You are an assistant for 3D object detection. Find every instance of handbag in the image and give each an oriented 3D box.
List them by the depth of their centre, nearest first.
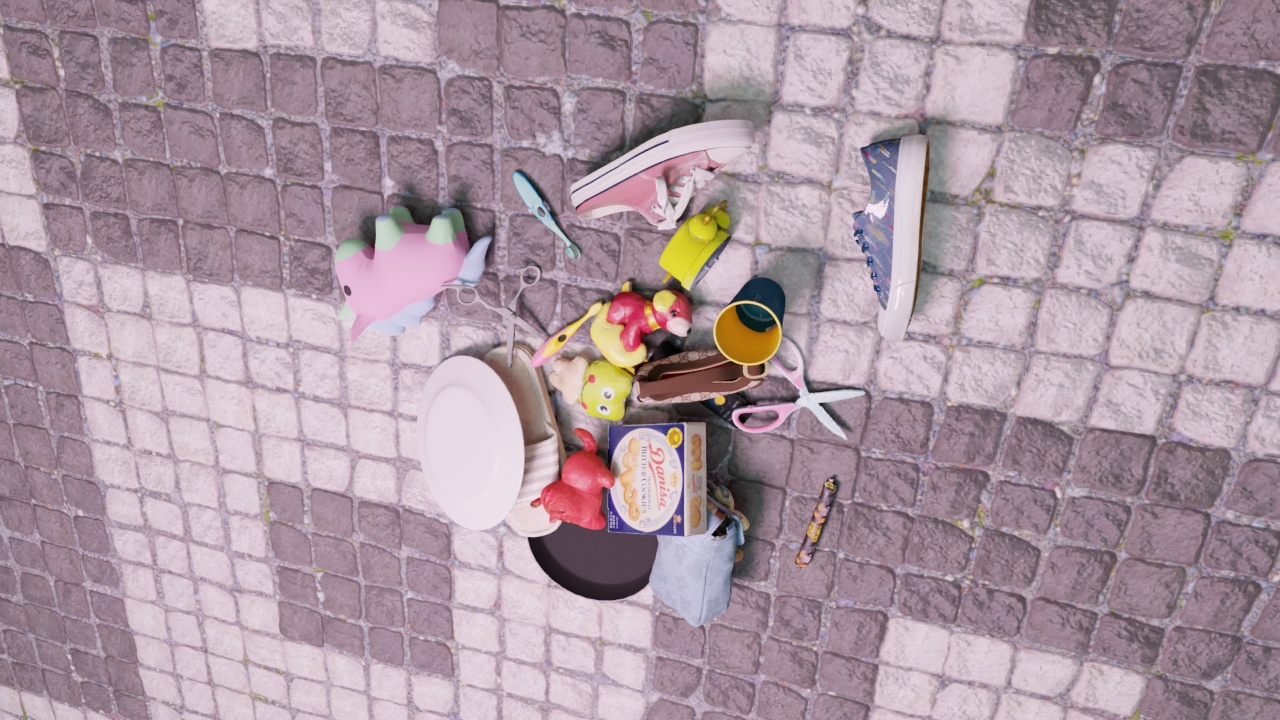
[{"bbox_3d":[0.076,0.020,1.114,0.166,0.138,0.063,-7,94,1],"label":"handbag"},{"bbox_3d":[0.087,0.255,1.242,0.122,0.118,0.192,29,125,43],"label":"handbag"}]

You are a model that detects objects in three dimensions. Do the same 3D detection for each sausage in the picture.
[{"bbox_3d":[0.237,0.224,1.237,0.020,0.020,0.155,18,117,8],"label":"sausage"}]

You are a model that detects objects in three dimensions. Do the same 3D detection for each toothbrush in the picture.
[{"bbox_3d":[-0.120,-0.183,1.166,0.022,0.017,0.135,-32,101,29],"label":"toothbrush"},{"bbox_3d":[-0.098,-0.035,1.217,0.136,0.016,0.021,-40,103,21],"label":"toothbrush"}]

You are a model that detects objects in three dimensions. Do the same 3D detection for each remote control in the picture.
[{"bbox_3d":[0.080,0.031,1.198,0.152,0.020,0.041,37,105,-3],"label":"remote control"}]

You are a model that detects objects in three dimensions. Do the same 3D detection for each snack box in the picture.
[{"bbox_3d":[0.020,0.153,1.196,0.145,0.042,0.144,-7,80,44],"label":"snack box"}]

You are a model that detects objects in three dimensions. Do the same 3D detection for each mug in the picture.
[{"bbox_3d":[0.136,-0.053,1.088,0.078,0.121,0.078,6,114,14],"label":"mug"}]

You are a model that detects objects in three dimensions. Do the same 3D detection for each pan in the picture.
[{"bbox_3d":[-0.135,0.227,1.336,0.356,0.044,0.204,22,117,7],"label":"pan"}]

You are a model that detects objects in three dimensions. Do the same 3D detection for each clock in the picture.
[{"bbox_3d":[0.072,-0.139,1.092,0.057,0.083,0.119,38,120,6],"label":"clock"}]

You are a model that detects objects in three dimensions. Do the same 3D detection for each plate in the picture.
[{"bbox_3d":[-0.244,0.115,1.264,0.243,0.016,0.242,5,97,43],"label":"plate"}]

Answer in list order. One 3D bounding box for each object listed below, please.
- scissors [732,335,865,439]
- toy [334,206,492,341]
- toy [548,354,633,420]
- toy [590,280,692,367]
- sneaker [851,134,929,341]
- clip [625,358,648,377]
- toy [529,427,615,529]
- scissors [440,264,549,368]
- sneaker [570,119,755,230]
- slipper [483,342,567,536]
[{"bbox_3d":[0.196,0.034,1.164,0.171,0.014,0.168,-8,104,14],"label":"scissors"},{"bbox_3d":[-0.300,-0.112,1.205,0.222,0.120,0.171,3,112,7],"label":"toy"},{"bbox_3d":[-0.069,0.032,1.230,0.118,0.043,0.092,23,127,10],"label":"toy"},{"bbox_3d":[-0.001,-0.052,1.164,0.138,0.067,0.105,-21,81,22],"label":"toy"},{"bbox_3d":[0.276,-0.134,1.034,0.079,0.087,0.236,6,112,20],"label":"sneaker"},{"bbox_3d":[-0.006,0.005,1.204,0.054,0.048,0.045,31,106,44],"label":"clip"},{"bbox_3d":[-0.089,0.156,1.215,0.088,0.094,0.133,4,88,57],"label":"toy"},{"bbox_3d":[-0.182,-0.066,1.204,0.174,0.014,0.141,20,99,-26],"label":"scissors"},{"bbox_3d":[0.028,-0.204,1.067,0.242,0.118,0.088,-19,86,29],"label":"sneaker"},{"bbox_3d":[-0.164,0.112,1.264,0.114,0.054,0.272,-7,96,11],"label":"slipper"}]
